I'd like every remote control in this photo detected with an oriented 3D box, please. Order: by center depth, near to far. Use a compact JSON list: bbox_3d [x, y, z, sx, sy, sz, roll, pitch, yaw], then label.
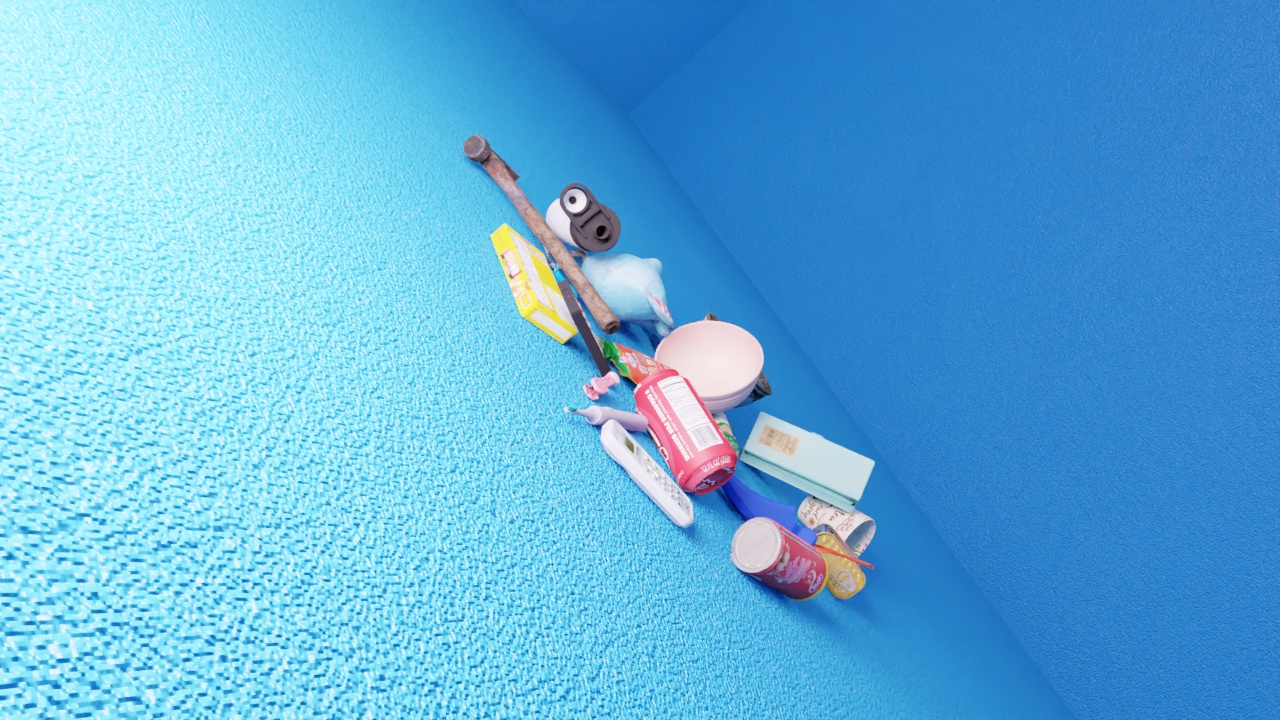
[{"bbox_3d":[0.006,0.118,0.944,0.133,0.022,0.050,48,14,-14],"label":"remote control"},{"bbox_3d":[-0.060,-0.030,1.047,0.133,0.013,0.058,66,-1,-48],"label":"remote control"}]

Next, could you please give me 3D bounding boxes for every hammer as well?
[{"bbox_3d":[-0.120,-0.160,1.206,0.330,0.033,0.120,54,9,23],"label":"hammer"}]

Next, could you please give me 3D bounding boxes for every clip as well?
[{"bbox_3d":[-0.047,0.030,1.021,0.023,0.044,0.060,49,41,5],"label":"clip"}]

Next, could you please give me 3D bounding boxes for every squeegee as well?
[{"bbox_3d":[0.172,0.203,1.177,0.185,0.055,0.250,41,-10,-8],"label":"squeegee"}]

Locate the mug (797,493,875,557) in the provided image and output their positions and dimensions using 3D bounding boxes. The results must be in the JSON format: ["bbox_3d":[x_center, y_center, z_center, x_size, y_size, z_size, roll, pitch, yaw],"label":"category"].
[{"bbox_3d":[0.300,0.263,1.422,0.097,0.081,0.122,38,-25,40],"label":"mug"}]

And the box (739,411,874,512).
[{"bbox_3d":[0.252,0.144,1.380,0.188,0.091,0.077,25,13,8],"label":"box"}]

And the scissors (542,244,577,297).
[{"bbox_3d":[-0.122,-0.132,1.207,0.117,0.014,0.130,39,18,-37],"label":"scissors"}]

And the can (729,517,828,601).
[{"bbox_3d":[0.162,0.231,1.062,0.124,0.067,0.066,38,19,-44],"label":"can"}]

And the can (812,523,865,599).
[{"bbox_3d":[0.278,0.288,1.321,0.100,0.054,0.059,52,12,5],"label":"can"}]

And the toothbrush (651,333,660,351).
[{"bbox_3d":[0.039,0.001,1.382,0.021,0.016,0.132,40,15,-41],"label":"toothbrush"}]

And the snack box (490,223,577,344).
[{"bbox_3d":[-0.125,-0.090,1.065,0.075,0.025,0.152,37,20,-46],"label":"snack box"}]

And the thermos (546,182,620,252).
[{"bbox_3d":[-0.089,-0.198,1.244,0.101,0.068,0.230,51,-4,-18],"label":"thermos"}]

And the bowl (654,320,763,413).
[{"bbox_3d":[0.096,0.021,1.294,0.076,0.153,0.153,85,-15,-45],"label":"bowl"}]

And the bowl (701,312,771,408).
[{"bbox_3d":[0.120,0.015,1.433,0.160,0.094,0.159,47,14,-16],"label":"bowl"}]

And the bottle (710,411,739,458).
[{"bbox_3d":[0.109,0.102,1.283,0.042,0.043,0.109,44,15,-26],"label":"bottle"}]

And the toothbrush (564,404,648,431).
[{"bbox_3d":[-0.036,0.060,0.970,0.018,0.019,0.187,54,14,20],"label":"toothbrush"}]

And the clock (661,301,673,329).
[{"bbox_3d":[0.009,-0.093,1.451,0.124,0.052,0.088,46,13,-19],"label":"clock"}]

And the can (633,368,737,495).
[{"bbox_3d":[0.051,0.083,1.072,0.074,0.074,0.142,28,26,-58],"label":"can"}]

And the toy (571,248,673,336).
[{"bbox_3d":[-0.007,-0.095,1.284,0.183,0.115,0.180,33,-3,26],"label":"toy"}]

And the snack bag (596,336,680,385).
[{"bbox_3d":[-0.007,0.007,1.175,0.155,0.044,0.087,29,20,-47],"label":"snack bag"}]
